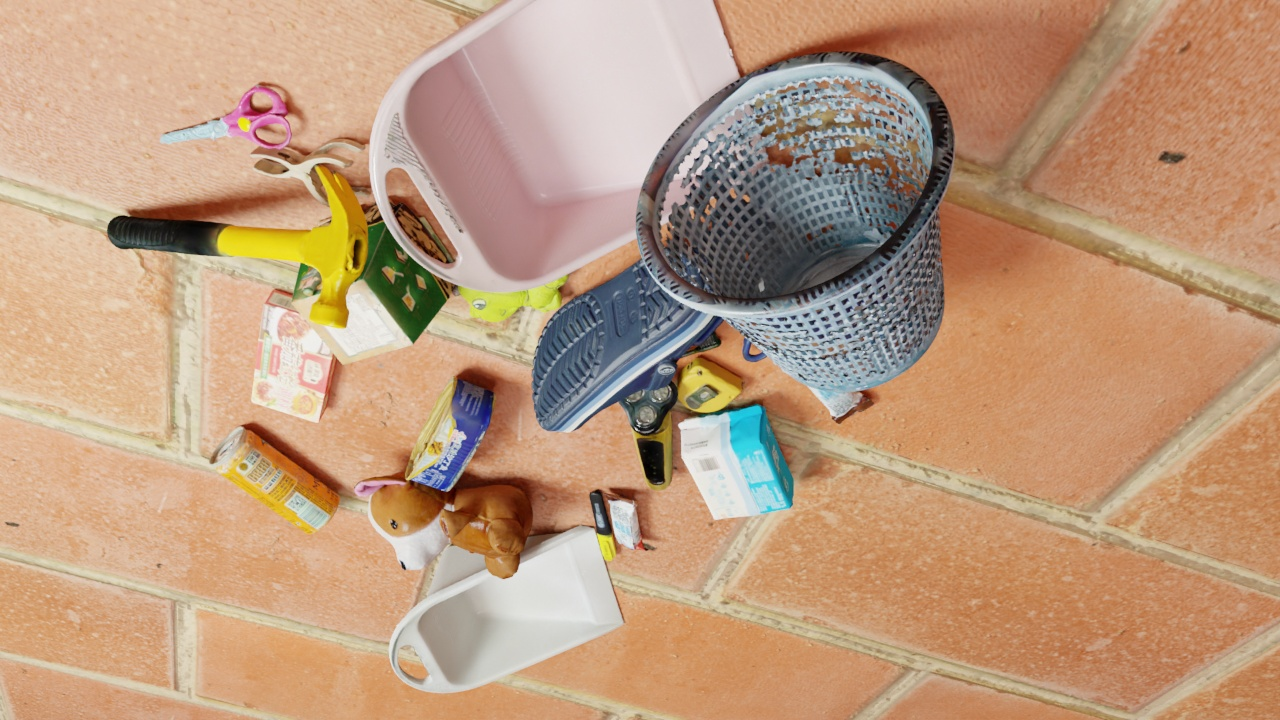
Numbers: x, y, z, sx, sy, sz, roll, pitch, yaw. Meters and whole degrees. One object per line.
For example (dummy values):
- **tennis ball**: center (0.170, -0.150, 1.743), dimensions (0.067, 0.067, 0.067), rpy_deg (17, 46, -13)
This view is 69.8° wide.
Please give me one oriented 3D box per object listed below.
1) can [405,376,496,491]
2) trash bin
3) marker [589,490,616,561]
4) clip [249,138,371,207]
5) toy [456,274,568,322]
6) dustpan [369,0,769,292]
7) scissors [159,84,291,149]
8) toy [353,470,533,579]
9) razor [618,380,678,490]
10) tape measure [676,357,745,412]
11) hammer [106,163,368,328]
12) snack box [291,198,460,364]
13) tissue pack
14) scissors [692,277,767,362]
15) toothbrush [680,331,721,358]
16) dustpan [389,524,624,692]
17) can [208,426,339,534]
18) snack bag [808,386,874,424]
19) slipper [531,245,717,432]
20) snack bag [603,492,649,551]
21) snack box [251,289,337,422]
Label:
- **can**: center (-0.203, 0.080, 0.975), dimensions (0.049, 0.074, 0.149), rpy_deg (22, 130, -18)
- **trash bin**: center (0.137, -0.082, 0.701), dimensions (0.227, 0.226, 0.195), rpy_deg (-16, 144, 20)
- **marker**: center (-0.046, 0.200, 1.104), dimensions (0.018, 0.015, 0.124), rpy_deg (1, 131, 12)
- **clip**: center (-0.279, -0.155, 0.796), dimensions (0.102, 0.034, 0.094), rpy_deg (-8, 130, 20)
- **toy**: center (-0.120, -0.072, 0.854), dimensions (0.100, 0.031, 0.097), rpy_deg (12, 129, -9)
- **dustpan**: center (-0.053, -0.164, 0.688), dimensions (0.274, 0.138, 0.222), rpy_deg (-15, 128, 21)
- **scissors**: center (-0.355, -0.198, 0.779), dimensions (0.133, 0.017, 0.054), rpy_deg (-6, 117, 17)
- **toy**: center (-0.227, 0.188, 1.053), dimensions (0.199, 0.130, 0.140), rpy_deg (20, 146, 1)
- **razor**: center (0.012, 0.082, 0.961), dimensions (0.062, 0.067, 0.168), rpy_deg (1, 139, 7)
- **tape measure**: center (0.065, 0.029, 0.924), dimensions (0.060, 0.028, 0.057), rpy_deg (29, 130, -18)
- **hammer**: center (-0.352, -0.104, 0.788), dimensions (0.301, 0.128, 0.032), rpy_deg (7, 173, 27)
- **snack box**: center (-0.243, -0.062, 0.827), dimensions (0.118, 0.105, 0.117), rpy_deg (-14, 130, 20)
- **tissue pack**: center (0.104, 0.106, 0.966), dimensions (0.090, 0.063, 0.140), rpy_deg (-12, 128, 20)
- **scissors**: center (0.108, -0.061, 0.841), dimensions (0.166, 0.012, 0.155), rpy_deg (-28, 124, 21)
- **toothbrush**: center (-0.006, 0.005, 0.923), dimensions (0.186, 0.012, 0.017), rpy_deg (-18, 122, 22)
- **dustpan**: center (-0.173, 0.335, 1.162), dimensions (0.258, 0.142, 0.223), rpy_deg (-3, 132, 11)
- **can**: center (-0.424, 0.141, 1.069), dimensions (0.058, 0.058, 0.146), rpy_deg (-26, 124, 27)
- **snack bag**: center (0.186, 0.026, 0.907), dimensions (0.045, 0.026, 0.105), rpy_deg (-35, 121, 22)
- **slipper**: center (-0.008, -0.020, 0.850), dimensions (0.095, 0.105, 0.254), rpy_deg (15, 140, -38)
- **snack bag**: center (-0.017, 0.191, 1.084), dimensions (0.048, 0.026, 0.104), rpy_deg (14, 136, 27)
- **snack box**: center (-0.356, -0.001, 0.952), dimensions (0.075, 0.025, 0.153), rpy_deg (20, 132, -10)
